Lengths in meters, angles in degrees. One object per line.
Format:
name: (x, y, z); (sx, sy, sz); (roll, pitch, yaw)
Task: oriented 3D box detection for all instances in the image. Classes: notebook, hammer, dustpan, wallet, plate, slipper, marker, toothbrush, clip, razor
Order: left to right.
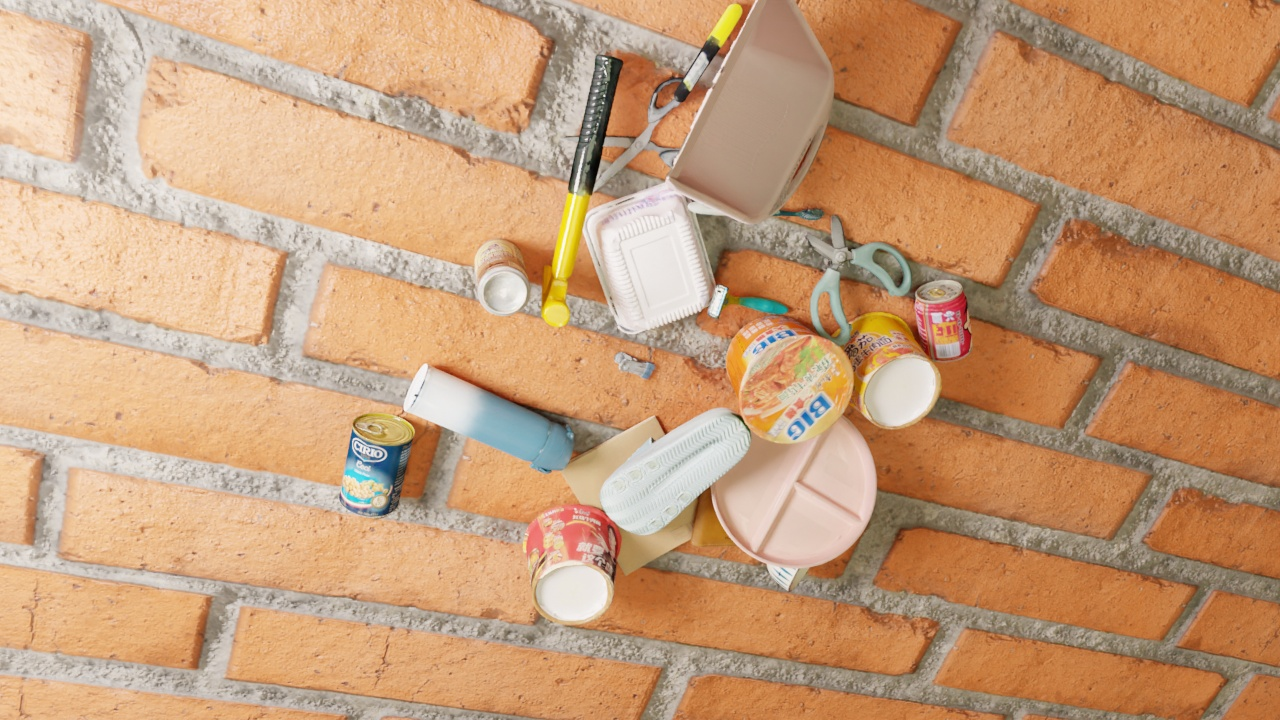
hammer: (-0.069, -0.190, 1.037); (0.033, 0.128, 0.301); (11, 103, -13)
clip: (-0.007, 0.007, 1.188); (0.056, 0.027, 0.024); (22, 110, -31)
notebook: (-0.001, 0.192, 1.281); (0.149, 0.012, 0.211); (-28, 117, 0)
slipper: (0.043, 0.139, 1.218); (0.246, 0.074, 0.104); (-40, 110, 23)
marker: (0.075, -0.346, 1.035); (0.018, 0.015, 0.124); (31, 99, -20)
wallet: (0.138, 0.204, 1.303); (0.119, 0.035, 0.131); (4, 111, -11)
razor: (0.139, -0.071, 1.166); (0.132, 0.028, 0.043); (3, 109, -39)
toothbrush: (0.144, -0.182, 1.115); (0.191, 0.018, 0.016); (-1, 85, -25)
dustpan: (0.141, -0.256, 0.988); (0.139, 0.273, 0.223); (27, 100, 0)
plate: (0.207, 0.166, 1.251); (0.229, 0.028, 0.229); (0, 85, -5)

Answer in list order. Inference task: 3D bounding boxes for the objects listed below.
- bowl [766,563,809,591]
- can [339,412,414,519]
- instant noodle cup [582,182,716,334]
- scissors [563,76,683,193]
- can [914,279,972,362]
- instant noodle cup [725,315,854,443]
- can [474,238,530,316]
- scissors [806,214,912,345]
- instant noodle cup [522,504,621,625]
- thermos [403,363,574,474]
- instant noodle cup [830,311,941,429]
bowl: (0.220, 0.266, 1.322); (0.066, 0.116, 0.117); (33, 110, 22)
can: (-0.329, 0.131, 1.143); (0.075, 0.075, 0.111); (11, 113, -17)
instant noodle cup: (0.018, -0.115, 1.114); (0.138, 0.060, 0.173); (-20, 116, -2)
scissors: (0.001, -0.257, 1.069); (0.180, 0.014, 0.160); (10, 112, -16)
can: (0.404, -0.053, 1.224); (0.066, 0.066, 0.094); (-20, 117, -3)
instant noodle cup: (0.182, 0.016, 1.181); (0.151, 0.111, 0.151); (-5, 115, -11)
can: (-0.159, -0.097, 1.050); (0.058, 0.116, 0.059); (-5, 115, -10)
scissors: (0.286, -0.109, 1.189); (0.180, 0.019, 0.170); (-11, 103, -15)
instant noodle cup: (-0.090, 0.279, 1.239); (0.138, 0.108, 0.138); (-2, 117, -4)
thermos: (-0.186, 0.078, 1.156); (0.220, 0.070, 0.070); (27, 106, -22)
instant noodle cup: (0.323, 0.020, 1.216); (0.138, 0.109, 0.138); (-5, 116, -10)
